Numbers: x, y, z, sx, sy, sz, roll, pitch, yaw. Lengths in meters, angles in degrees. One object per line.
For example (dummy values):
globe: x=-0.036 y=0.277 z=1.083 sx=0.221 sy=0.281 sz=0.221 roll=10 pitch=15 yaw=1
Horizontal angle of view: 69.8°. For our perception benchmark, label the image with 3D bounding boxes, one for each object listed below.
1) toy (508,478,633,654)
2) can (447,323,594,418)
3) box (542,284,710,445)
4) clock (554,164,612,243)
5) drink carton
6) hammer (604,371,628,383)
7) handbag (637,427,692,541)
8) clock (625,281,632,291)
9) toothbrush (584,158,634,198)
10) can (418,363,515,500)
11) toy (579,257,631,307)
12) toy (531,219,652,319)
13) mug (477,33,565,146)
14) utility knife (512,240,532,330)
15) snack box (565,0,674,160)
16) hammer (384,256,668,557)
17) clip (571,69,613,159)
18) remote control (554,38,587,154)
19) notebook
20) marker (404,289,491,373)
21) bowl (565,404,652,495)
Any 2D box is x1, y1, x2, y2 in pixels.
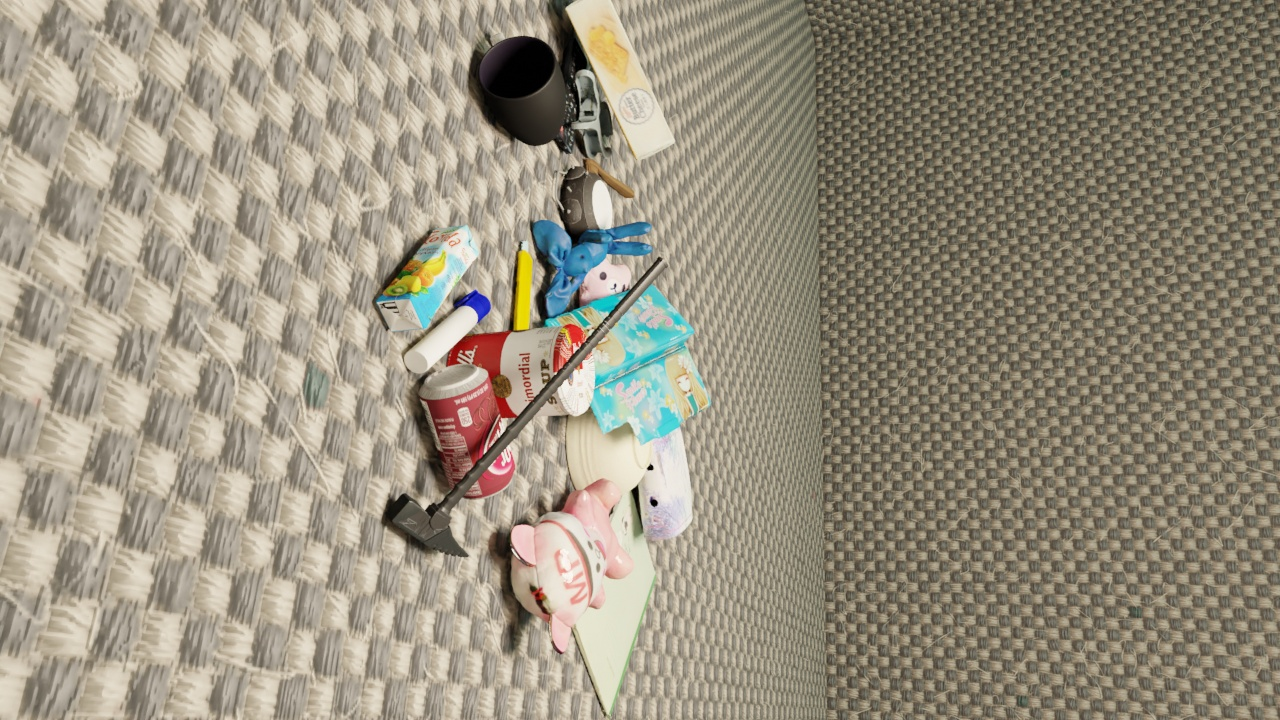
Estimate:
toy: x=-0.075 y=0.214 z=0.999 sx=0.212 sy=0.084 sz=0.142 roll=-36 pitch=118 yaw=-69
can: x=-0.113 y=0.012 z=0.882 sx=0.086 sy=0.116 sz=0.086 roll=-4 pitch=90 yaw=-70
box: x=-0.003 y=0.003 z=1.115 sx=0.226 sy=0.056 sz=0.185 roll=-25 pitch=80 yaw=-53
clock: x=-0.067 y=-0.196 z=1.169 sx=0.123 sy=0.044 sz=0.091 roll=46 pitch=43 yaw=-61
drink carton: x=-0.184 y=-0.075 z=0.810 sx=0.128 sy=0.044 sz=0.039 roll=-69 pitch=148 yaw=-49
hammer: x=0.024 y=0.054 z=1.320 sx=0.323 sy=0.115 sz=0.033 roll=36 pitch=74 yaw=-76
handbag: x=0.024 y=0.166 z=1.303 sx=0.126 sy=0.069 sz=0.158 roll=-17 pitch=100 yaw=-76
clock: x=-0.009 y=-0.054 z=1.295 sx=0.137 sy=0.048 sz=0.096 roll=49 pitch=41 yaw=-57
toothbrush: x=-0.042 y=-0.253 z=1.294 sx=0.166 sy=0.016 sz=0.016 roll=15 pitch=72 yaw=-69
can: x=-0.156 y=0.064 z=0.831 sx=0.063 sy=0.063 sz=0.114 roll=-58 pitch=139 yaw=-59
toy: x=-0.053 y=-0.093 z=1.179 sx=0.099 sy=0.053 sz=0.095 roll=32 pitch=69 yaw=-51
toy: x=-0.064 y=-0.130 z=1.098 sx=0.175 sy=0.071 sz=0.113 roll=-30 pitch=126 yaw=-34
mug: x=-0.127 y=-0.293 z=0.986 sx=0.118 sy=0.085 sz=0.100 roll=61 pitch=-4 yaw=23
utility knife: x=-0.129 y=-0.060 z=1.007 sx=0.030 sy=0.017 sz=0.162 roll=52 pitch=39 yaw=-65
snack box: x=-0.024 y=-0.364 z=1.185 sx=0.104 sy=0.057 sz=0.208 roll=-89 pitch=153 yaw=-77
hammer: x=-0.081 y=0.035 z=0.809 sx=0.324 sy=0.015 sz=0.095 roll=-49 pitch=136 yaw=-9
clip: x=-0.060 y=-0.325 z=1.192 sx=0.163 sy=0.028 sz=0.107 roll=19 pitch=73 yaw=-82
remote control: x=-0.093 y=-0.335 z=1.163 sx=0.047 sy=0.022 sz=0.150 roll=52 pitch=40 yaw=-59
notebook: x=-0.030 y=0.310 z=1.216 sx=0.251 sy=0.010 sz=0.182 roll=-64 pitch=145 yaw=-55
marker: x=-0.178 y=-0.028 z=0.851 sx=0.027 sy=0.023 sz=0.132 roll=57 pitch=28 yaw=-14
bowl: x=-0.030 y=0.105 z=1.163 sx=0.150 sy=0.075 sz=0.150 roll=-3 pitch=90 yaw=-71
